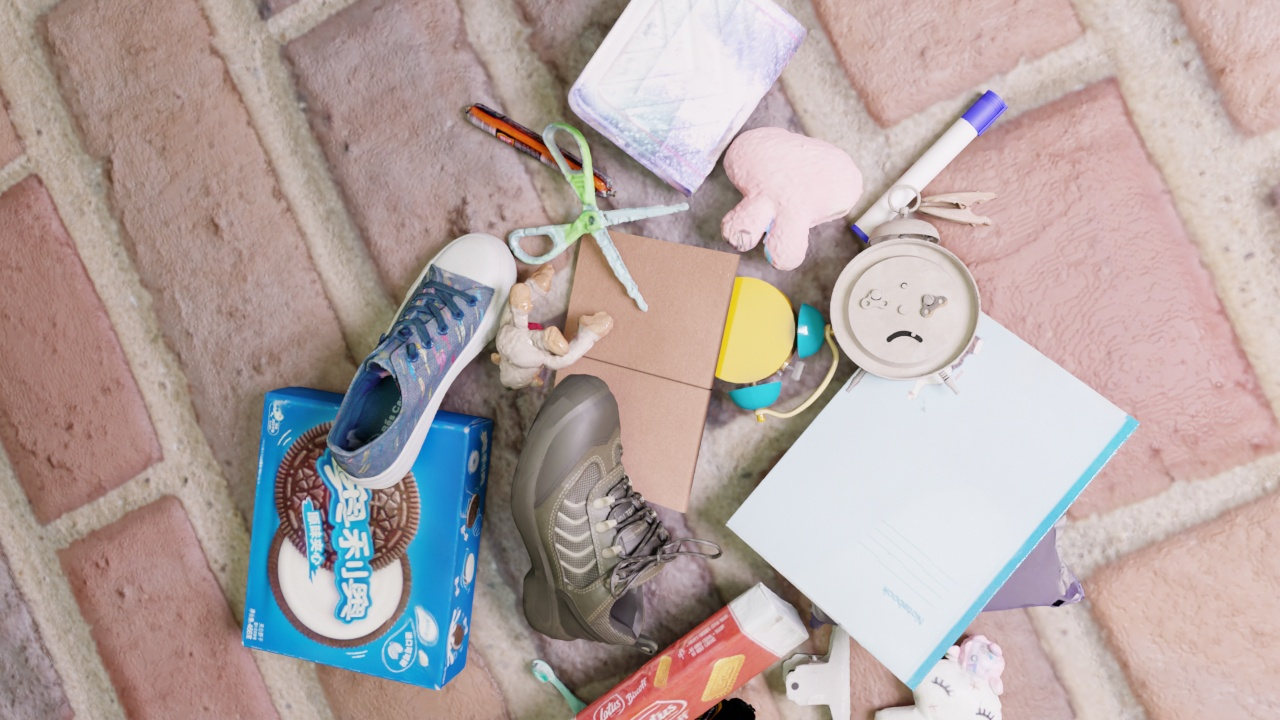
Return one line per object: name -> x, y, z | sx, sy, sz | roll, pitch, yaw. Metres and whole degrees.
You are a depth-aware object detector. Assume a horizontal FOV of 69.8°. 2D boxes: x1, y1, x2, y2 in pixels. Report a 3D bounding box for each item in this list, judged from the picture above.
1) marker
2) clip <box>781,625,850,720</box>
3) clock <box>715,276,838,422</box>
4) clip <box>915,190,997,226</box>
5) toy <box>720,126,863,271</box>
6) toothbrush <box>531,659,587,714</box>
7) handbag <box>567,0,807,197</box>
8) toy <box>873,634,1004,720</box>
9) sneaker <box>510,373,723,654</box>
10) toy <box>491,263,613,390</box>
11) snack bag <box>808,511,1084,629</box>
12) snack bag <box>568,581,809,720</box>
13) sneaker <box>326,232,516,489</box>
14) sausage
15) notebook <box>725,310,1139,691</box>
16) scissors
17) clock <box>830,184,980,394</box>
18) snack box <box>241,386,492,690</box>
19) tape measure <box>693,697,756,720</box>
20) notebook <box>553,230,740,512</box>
marker -> 0.220, -0.147, 0.705 | 0.020, 0.020, 0.142 | 45, 102, 6
clip -> 0.145, 0.262, 0.748 | 0.055, 0.045, 0.101 | -2, 93, 0
clock -> 0.094, -0.015, 0.734 | 0.129, 0.043, 0.099 | 41, 102, 14
clip -> 0.244, -0.120, 0.700 | 0.059, 0.026, 0.052 | 43, 100, 5
toy -> 0.109, -0.126, 0.710 | 0.108, 0.053, 0.105 | 25, 89, 5
toothbrush -> -0.045, 0.311, 0.803 | 0.135, 0.017, 0.022 | 41, 97, 7
handbag -> 0.035, -0.228, 0.720 | 0.126, 0.069, 0.159 | 36, 102, -7
toy -> 0.244, 0.271, 0.725 | 0.079, 0.038, 0.123 | 33, 98, 15
sneaker -> -0.019, 0.135, 0.707 | 0.143, 0.100, 0.238 | 15, 118, 27
toy -> -0.083, -0.013, 0.760 | 0.085, 0.074, 0.106 | 35, 123, 3
snack bag -> 0.226, 0.153, 0.708 | 0.206, 0.058, 0.096 | -11, 91, 14
snack bag -> 0.030, 0.265, 0.745 | 0.225, 0.077, 0.041 | -39, 46, 7
sneaker -> -0.185, -0.011, 0.745 | 0.087, 0.079, 0.235 | 24, 77, 17
sausage -> -0.085, -0.178, 0.772 | 0.155, 0.020, 0.020 | 31, 100, 9
notebook -> 0.213, 0.086, 0.685 | 0.181, 0.009, 0.253 | 40, 88, 19
scissors -> -0.041, -0.112, 0.750 | 0.173, 0.023, 0.171 | -29, 85, 25
clock -> 0.197, -0.054, 0.689 | 0.103, 0.061, 0.156 | 1, 83, 14
snack box -> -0.243, 0.154, 0.815 | 0.196, 0.056, 0.239 | 8, 95, 11
tape measure -> 0.060, 0.310, 0.757 | 0.034, 0.061, 0.062 | 52, 146, -7
notebook -> -0.004, 0.004, 0.755 | 0.141, 0.008, 0.209 | 15, 98, 27
